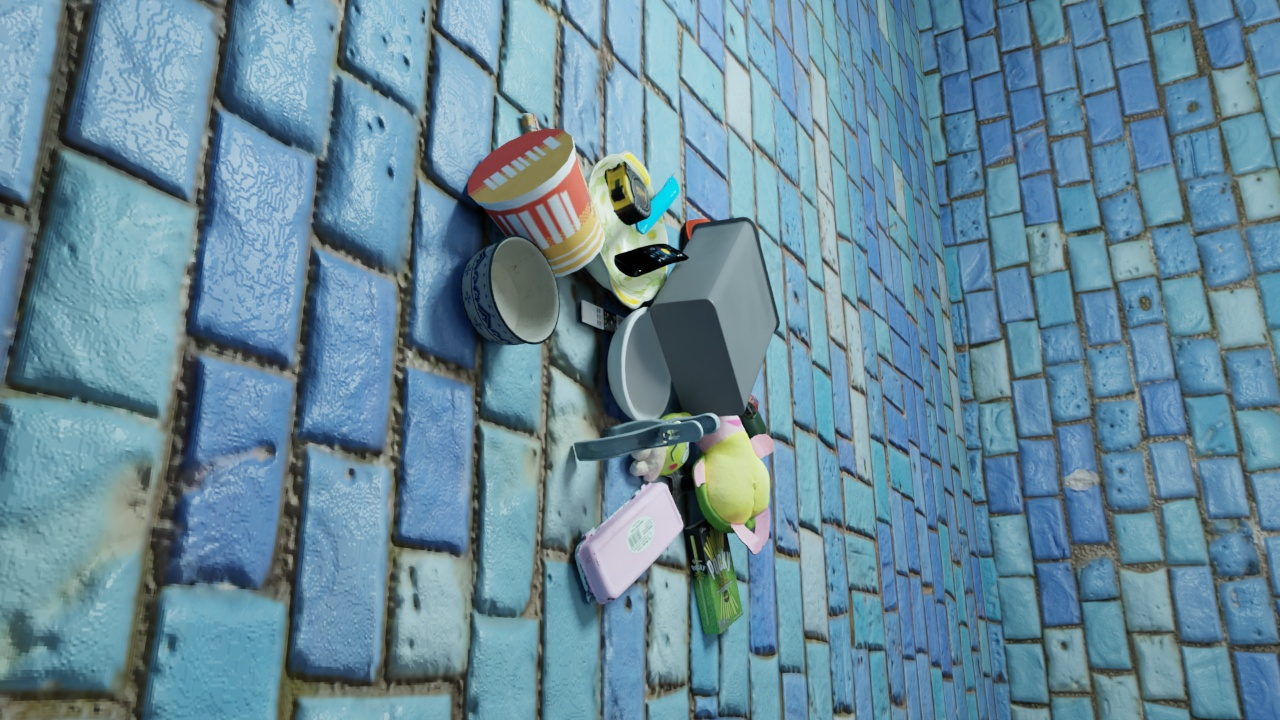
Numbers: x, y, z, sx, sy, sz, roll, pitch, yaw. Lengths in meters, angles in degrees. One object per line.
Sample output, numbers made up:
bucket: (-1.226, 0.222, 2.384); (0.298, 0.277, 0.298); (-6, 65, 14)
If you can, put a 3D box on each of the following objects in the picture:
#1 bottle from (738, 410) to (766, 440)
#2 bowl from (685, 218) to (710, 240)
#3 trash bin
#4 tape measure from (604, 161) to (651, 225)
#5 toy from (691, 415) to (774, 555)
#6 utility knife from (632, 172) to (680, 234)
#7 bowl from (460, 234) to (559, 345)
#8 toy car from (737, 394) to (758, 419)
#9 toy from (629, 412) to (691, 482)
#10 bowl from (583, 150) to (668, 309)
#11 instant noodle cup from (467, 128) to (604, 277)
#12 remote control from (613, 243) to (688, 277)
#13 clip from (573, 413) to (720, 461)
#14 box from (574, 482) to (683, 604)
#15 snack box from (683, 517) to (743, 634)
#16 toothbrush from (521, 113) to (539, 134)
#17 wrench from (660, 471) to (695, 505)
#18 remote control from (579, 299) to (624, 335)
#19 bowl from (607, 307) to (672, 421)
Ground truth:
bottle: (0.135, 0.046, 1.401); (0.174, 0.055, 0.055); (63, 34, -19)
bowl: (0.118, -0.173, 1.429); (0.122, 0.035, 0.121); (47, 27, -33)
trash bin: (0.108, -0.060, 1.258); (0.219, 0.098, 0.192); (-61, 140, -50)
tape measure: (-0.015, -0.198, 1.127); (0.067, 0.038, 0.062); (36, 42, -53)
toy: (0.123, 0.155, 1.285); (0.189, 0.088, 0.238); (-19, 87, -44)
utility knife: (0.023, -0.207, 1.214); (0.031, 0.015, 0.158); (63, 35, -21)
bowl: (-0.142, -0.068, 0.962); (0.115, 0.059, 0.115); (27, 58, -54)
toy car: (0.132, 0.064, 1.349); (0.042, 0.091, 0.036); (55, 51, -34)
toy: (0.027, 0.115, 1.192); (0.115, 0.046, 0.092); (-21, 130, -47)
bowl: (-0.035, -0.164, 1.177); (0.188, 0.060, 0.219); (38, 50, -49)
instant noodle cup: (-0.106, -0.167, 1.010); (0.121, 0.124, 0.123); (61, 34, -41)
remote control: (0.015, -0.127, 1.157); (0.151, 0.041, 0.020); (-27, 145, -59)
clip: (0.019, 0.083, 1.091); (0.143, 0.172, 0.029); (-26, 104, -69)
box: (-0.016, 0.215, 1.109); (0.201, 0.045, 0.086); (-32, 103, -57)
snack box: (0.103, 0.298, 1.288); (0.080, 0.025, 0.147); (-11, 90, -60)
toothbrush: (-0.116, -0.205, 1.100); (0.015, 0.015, 0.184); (-16, 96, -57)
wrench: (0.098, 0.171, 1.338); (0.272, 0.010, 0.070); (-2, 82, -59)
remote control: (-0.042, -0.048, 1.173); (0.124, 0.012, 0.028); (21, 63, -56)
bowl: (-0.007, 0.007, 1.175); (0.149, 0.043, 0.149); (0, 90, -63)
